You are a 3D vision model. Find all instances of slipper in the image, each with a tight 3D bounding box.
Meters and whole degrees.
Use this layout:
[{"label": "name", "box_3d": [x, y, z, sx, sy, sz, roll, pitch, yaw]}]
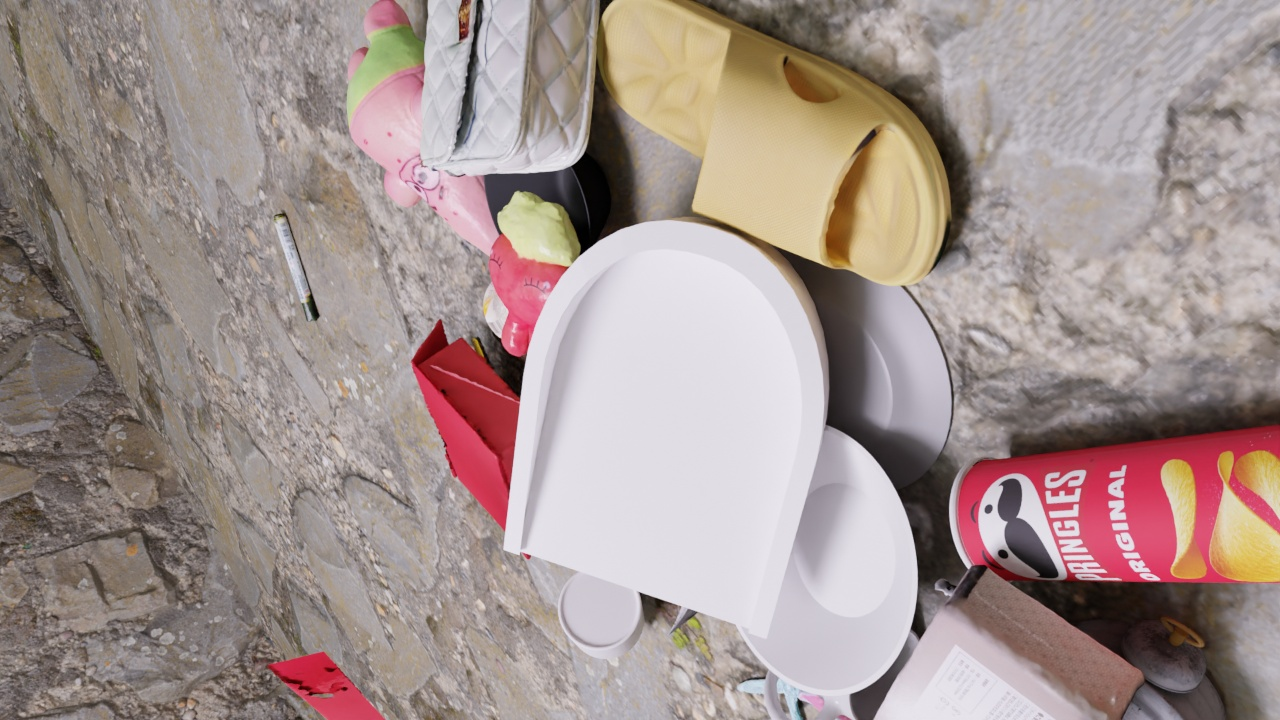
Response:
[{"label": "slipper", "box_3d": [0.056, -0.132, 0.523, 0.263, 0.078, 0.100, 41, 138, 28]}]

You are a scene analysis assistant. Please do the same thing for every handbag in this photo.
[{"label": "handbag", "box_3d": [-0.096, -0.221, 0.603, 0.139, 0.072, 0.195, 10, 97, 47]}]

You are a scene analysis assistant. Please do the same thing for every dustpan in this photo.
[{"label": "dustpan", "box_3d": [0.015, 0.040, 0.578, 0.191, 0.053, 0.258, 16, 105, 13]}]

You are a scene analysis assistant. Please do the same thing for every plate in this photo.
[{"label": "plate", "box_3d": [0.120, 0.127, 0.604, 0.174, 0.036, 0.174, -2, 88, 53]}, {"label": "plate", "box_3d": [0.117, 0.008, 0.594, 0.178, 0.012, 0.179, 29, 133, 37]}]

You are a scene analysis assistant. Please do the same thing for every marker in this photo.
[{"label": "marker", "box_3d": [-0.451, -0.120, 1.202, 0.017, 0.017, 0.146, 15, 123, 46]}]

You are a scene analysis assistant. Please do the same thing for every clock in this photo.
[{"label": "clock", "box_3d": [0.262, 0.184, 0.493, 0.104, 0.056, 0.148, 37, 139, 32]}]

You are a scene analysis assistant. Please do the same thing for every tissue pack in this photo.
[{"label": "tissue pack", "box_3d": [0.189, 0.181, 0.501, 0.104, 0.071, 0.182, 36, 150, 28]}]

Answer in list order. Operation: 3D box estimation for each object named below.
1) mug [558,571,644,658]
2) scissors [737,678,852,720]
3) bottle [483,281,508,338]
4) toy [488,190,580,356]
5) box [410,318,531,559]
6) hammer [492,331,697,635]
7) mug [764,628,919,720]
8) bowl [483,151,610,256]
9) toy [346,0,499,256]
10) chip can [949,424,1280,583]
[{"label": "mug", "box_3d": [-0.034, 0.216, 0.853, 0.091, 0.074, 0.110, 85, -175, -67]}, {"label": "scissors", "box_3d": [0.121, 0.252, 0.748, 0.175, 0.013, 0.171, 60, 147, 0]}, {"label": "bottle", "box_3d": [-0.083, -0.049, 0.758, 0.109, 0.063, 0.063, -6, 107, 53]}, {"label": "toy", "box_3d": [-0.078, -0.058, 0.668, 0.092, 0.045, 0.135, 36, 131, 34]}, {"label": "box", "box_3d": [-0.110, -0.006, 0.937, 0.148, 0.373, 0.213, 10, 144, 10]}, {"label": "hammer", "box_3d": [-0.034, 0.080, 0.806, 0.300, 0.037, 0.218, 41, 139, 27]}, {"label": "mug", "box_3d": [0.126, 0.213, 0.638, 0.089, 0.107, 0.071, 17, 139, 55]}, {"label": "bowl", "box_3d": [-0.059, -0.123, 0.690, 0.124, 0.052, 0.124, 29, 133, 37]}, {"label": "toy", "box_3d": [-0.172, -0.176, 0.764, 0.236, 0.096, 0.192, 54, 153, -2]}, {"label": "chip can", "box_3d": [0.254, 0.067, 0.415, 0.221, 0.069, 0.069, -19, 98, 53]}]
